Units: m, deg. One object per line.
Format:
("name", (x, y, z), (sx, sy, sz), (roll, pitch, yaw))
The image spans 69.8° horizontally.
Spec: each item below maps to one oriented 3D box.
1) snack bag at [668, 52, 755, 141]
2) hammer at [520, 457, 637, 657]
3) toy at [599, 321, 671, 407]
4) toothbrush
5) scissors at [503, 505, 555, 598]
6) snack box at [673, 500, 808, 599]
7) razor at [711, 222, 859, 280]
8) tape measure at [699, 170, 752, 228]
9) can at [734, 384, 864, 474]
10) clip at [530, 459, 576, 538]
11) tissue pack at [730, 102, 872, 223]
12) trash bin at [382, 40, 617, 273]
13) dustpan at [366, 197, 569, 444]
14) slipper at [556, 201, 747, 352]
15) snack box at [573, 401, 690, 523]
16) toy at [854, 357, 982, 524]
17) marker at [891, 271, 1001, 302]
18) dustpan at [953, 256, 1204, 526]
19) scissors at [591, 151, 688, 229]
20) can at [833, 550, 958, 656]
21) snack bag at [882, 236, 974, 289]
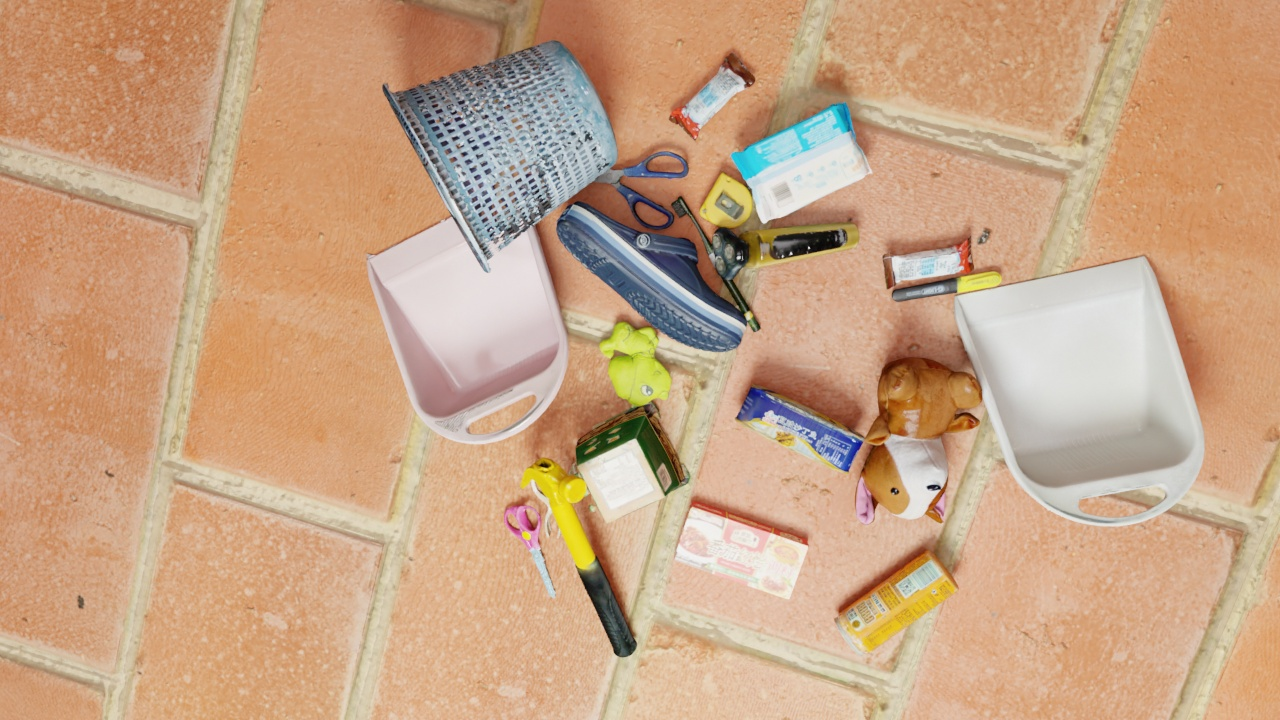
("snack bag", (0.082, -0.303, 1.058), (0.105, 0.026, 0.045), (-43, 83, 10))
("hammer", (-0.066, 0.242, 1.108), (0.032, 0.129, 0.301), (-33, 118, -25))
("toy", (-0.007, 0.007, 1.114), (0.097, 0.031, 0.100), (13, 96, 8))
("toothbrush", (0.090, -0.113, 1.095), (0.017, 0.012, 0.186), (-30, 95, 16))
("scissors", (-0.134, 0.245, 1.174), (0.054, 0.017, 0.133), (-15, 101, 23))
("snack box", (0.124, 0.235, 1.138), (0.153, 0.025, 0.075), (19, 101, 3))
("razor", (0.168, -0.133, 1.060), (0.167, 0.067, 0.062), (-8, 99, 1))
("tape measure", (0.103, -0.183, 1.073), (0.057, 0.029, 0.060), (31, 101, 0))
("can", (0.188, 0.080, 1.083), (0.148, 0.074, 0.049), (26, 97, 3))
("clip", (-0.098, 0.169, 1.148), (0.094, 0.035, 0.102), (-21, 100, 10))
("tissue pack", (0.184, -0.224, 1.040), (0.140, 0.063, 0.090), (-25, 97, 10))
("trash bin", (-0.140, -0.239, 1.007), (0.195, 0.226, 0.226), (-29, 95, -6))
("dustpan", (-0.195, -0.049, 1.072), (0.223, 0.138, 0.273), (-28, 96, 10))
("slipper", (0.019, -0.105, 1.066), (0.253, 0.105, 0.095), (36, 78, -4))
("snack box", (-0.014, 0.131, 1.096), (0.117, 0.105, 0.118), (-26, 96, 9))
("toy", (0.318, 0.099, 1.054), (0.140, 0.130, 0.200), (7, 108, -9))
("marker", (0.355, -0.085, 1.068), (0.124, 0.015, 0.018), (-10, 102, 9))
("dustpan", (0.493, 0.038, 1.010), (0.223, 0.142, 0.258), (-12, 99, 8))
("scissors", (-0.021, -0.220, 1.085), (0.155, 0.012, 0.166), (-38, 87, 10))
("can", (0.309, 0.294, 1.110), (0.146, 0.058, 0.058), (-39, 93, 10))
("snack bag", (0.333, -0.112, 1.059), (0.104, 0.026, 0.048), (-11, 121, 9))
